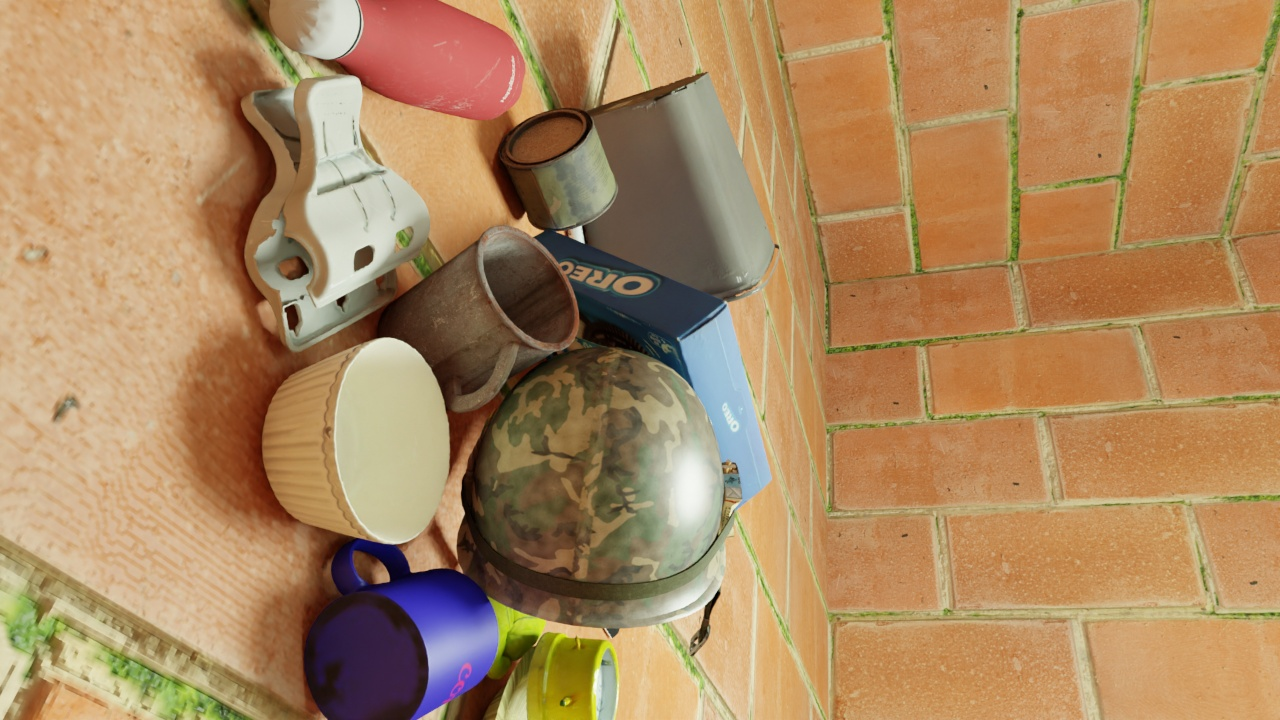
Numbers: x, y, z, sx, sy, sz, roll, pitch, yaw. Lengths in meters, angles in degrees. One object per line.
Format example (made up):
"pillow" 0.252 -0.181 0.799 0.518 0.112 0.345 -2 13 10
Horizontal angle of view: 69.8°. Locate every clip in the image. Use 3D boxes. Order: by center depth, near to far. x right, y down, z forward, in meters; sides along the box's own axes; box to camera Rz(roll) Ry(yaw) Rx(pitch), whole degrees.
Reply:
"clip" -0.172 -0.092 0.535 0.125 0.089 0.151 -57 149 -67

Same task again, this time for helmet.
"helmet" -0.029 0.104 0.650 0.224 0.193 0.236 -76 174 -75

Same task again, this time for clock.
"clock" -0.049 0.259 0.711 0.119 0.057 0.083 74 19 -48

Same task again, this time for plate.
"plate" -0.092 0.316 0.713 0.184 0.036 0.184 -5 90 -73

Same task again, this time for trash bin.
"trash bin" 0.028 -0.184 1.020 0.196 0.198 0.220 -59 133 -62

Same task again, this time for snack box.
"snack box" -0.005 0.005 0.793 0.056 0.239 0.196 -38 131 -24

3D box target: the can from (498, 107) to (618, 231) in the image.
"can" -0.074 -0.174 0.832 0.075 0.090 0.089 67 25 -43

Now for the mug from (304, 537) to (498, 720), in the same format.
"mug" -0.146 0.155 0.544 0.111 0.079 0.083 59 13 12

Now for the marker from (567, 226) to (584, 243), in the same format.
"marker" -0.073 -0.163 0.955 0.017 0.017 0.146 -37 120 -70

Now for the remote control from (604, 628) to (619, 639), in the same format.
"remote control" -0.022 0.240 0.999 0.028 0.012 0.124 67 24 -43

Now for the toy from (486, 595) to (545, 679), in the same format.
"toy" -0.103 0.202 0.718 0.093 0.036 0.094 47 43 -54

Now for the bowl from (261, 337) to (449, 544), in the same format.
"bowl" -0.164 0.047 0.522 0.115 0.062 0.115 -5 90 -72

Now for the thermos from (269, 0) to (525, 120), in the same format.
"thermos" -0.155 -0.209 0.613 0.239 0.073 0.073 -26 109 -71

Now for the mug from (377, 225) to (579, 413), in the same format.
"mug" -0.109 -0.013 0.601 0.096 0.110 0.122 34 40 -30
